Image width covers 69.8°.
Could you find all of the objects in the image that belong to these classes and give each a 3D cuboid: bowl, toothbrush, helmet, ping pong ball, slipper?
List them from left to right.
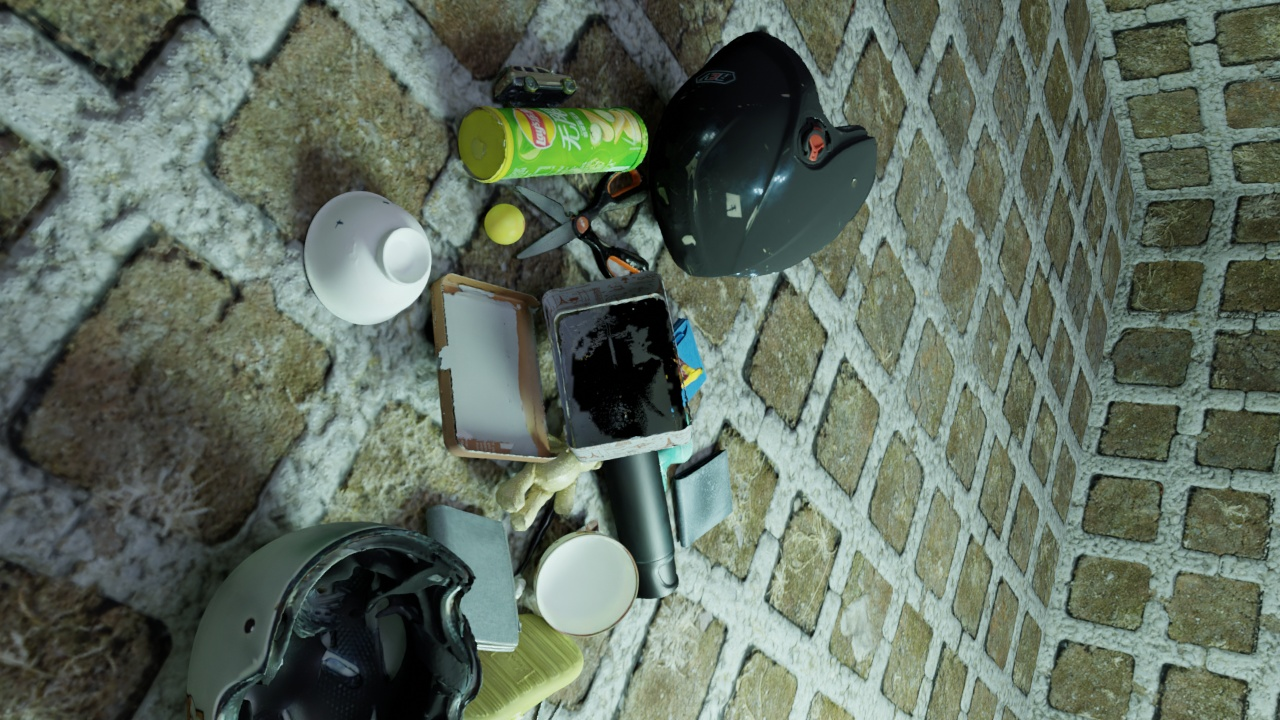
[{"bbox_3d":[-0.253,0.247,0.718,0.229,0.157,0.274,-19,118,-49],"label":"helmet"},{"bbox_3d":[-0.222,-0.089,0.797,0.118,0.065,0.118,-5,97,-49],"label":"bowl"},{"bbox_3d":[-0.141,0.325,0.930,0.082,0.091,0.190,-54,159,24],"label":"slipper"},{"bbox_3d":[-0.135,-0.136,0.915,0.040,0.040,0.040,-5,97,-50],"label":"ping pong ball"},{"bbox_3d":[-0.101,0.178,1.003,0.015,0.018,0.180,45,57,-33],"label":"toothbrush"},{"bbox_3d":[-0.065,0.237,1.000,0.113,0.062,0.113,-2,95,-19],"label":"bowl"},{"bbox_3d":[0.120,-0.225,1.067,0.229,0.234,0.275,-35,126,-27],"label":"helmet"}]

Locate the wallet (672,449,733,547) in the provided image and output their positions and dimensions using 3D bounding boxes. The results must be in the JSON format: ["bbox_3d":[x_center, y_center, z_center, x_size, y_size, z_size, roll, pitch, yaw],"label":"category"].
[{"bbox_3d":[0.085,0.182,1.227,0.120,0.019,0.097,-24,113,-48],"label":"wallet"}]

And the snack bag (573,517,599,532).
[{"bbox_3d":[-0.055,0.236,1.054,0.045,0.026,0.105,-23,108,-40],"label":"snack bag"}]

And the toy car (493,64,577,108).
[{"bbox_3d":[-0.105,-0.279,0.938,0.090,0.042,0.035,-10,78,-44],"label":"toy car"}]

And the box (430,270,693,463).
[{"bbox_3d":[-0.077,0.008,0.919,0.272,0.130,0.179,-2,70,-24],"label":"box"}]

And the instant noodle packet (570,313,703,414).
[{"bbox_3d":[-0.006,0.006,1.026,0.110,0.128,0.044,-42,165,-39],"label":"instant noodle packet"}]

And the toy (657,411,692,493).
[{"bbox_3d":[0.034,0.122,1.152,0.091,0.030,0.096,-28,122,-40],"label":"toy"}]

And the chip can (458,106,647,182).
[{"bbox_3d":[-0.083,-0.226,0.947,0.220,0.073,0.072,-17,106,-49],"label":"chip can"}]

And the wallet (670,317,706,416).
[{"bbox_3d":[0.032,0.023,1.135,0.132,0.040,0.106,-49,132,-37],"label":"wallet"}]

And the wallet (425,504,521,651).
[{"bbox_3d":[-0.163,0.212,0.885,0.106,0.037,0.129,30,40,-49],"label":"wallet"}]

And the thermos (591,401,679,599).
[{"bbox_3d":[-0.012,0.165,1.073,0.089,0.068,0.243,-19,109,-26],"label":"thermos"}]

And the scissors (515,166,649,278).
[{"bbox_3d":[-0.051,-0.147,1.030,0.220,0.022,0.225,-55,132,-32],"label":"scissors"}]

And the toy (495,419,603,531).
[{"bbox_3d":[-0.094,0.119,0.966,0.156,0.066,0.105,-41,106,-49],"label":"toy"}]

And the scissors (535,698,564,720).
[{"bbox_3d":[-0.127,0.459,1.001,0.162,0.014,0.166,-26,111,-49],"label":"scissors"}]
